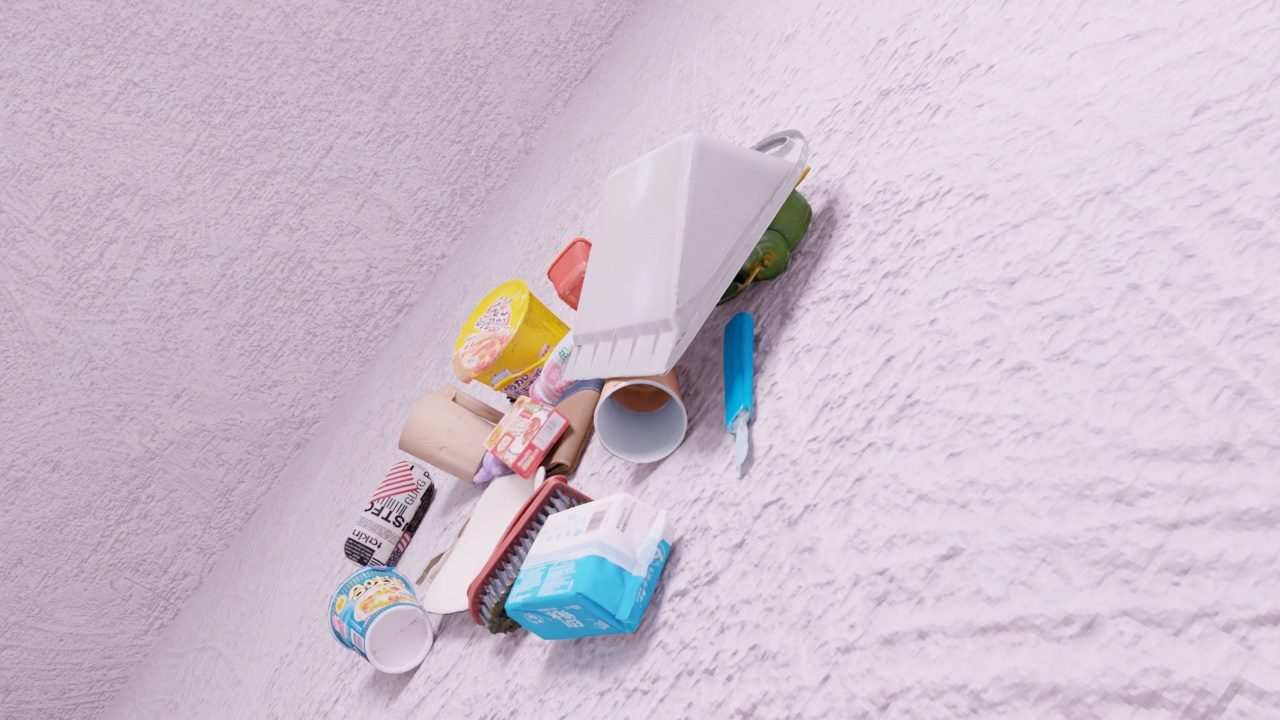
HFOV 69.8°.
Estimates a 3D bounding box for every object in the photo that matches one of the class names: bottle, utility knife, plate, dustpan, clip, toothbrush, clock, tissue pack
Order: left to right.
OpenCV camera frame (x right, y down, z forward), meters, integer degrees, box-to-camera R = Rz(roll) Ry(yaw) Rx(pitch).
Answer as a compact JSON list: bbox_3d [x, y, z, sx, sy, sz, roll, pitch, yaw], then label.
[{"bbox_3d":[-0.198,0.214,1.006,0.104,0.035,0.083,-51,15,-20],"label":"clip"},{"bbox_3d":[-0.148,0.189,0.930,0.164,0.034,0.164,-22,35,55],"label":"plate"},{"bbox_3d":[-0.099,-0.015,1.084,0.190,0.018,0.016,-33,-20,-29],"label":"toothbrush"},{"bbox_3d":[-0.059,-0.007,1.026,0.197,0.068,0.068,-40,23,40],"label":"bottle"},{"bbox_3d":[-0.037,0.159,0.688,0.140,0.063,0.089,-27,30,49],"label":"tissue pack"},{"bbox_3d":[0.050,-0.098,0.824,0.223,0.142,0.257,-5,75,64],"label":"dustpan"},{"bbox_3d":[0.079,0.021,0.735,0.034,0.018,0.190,-54,16,33],"label":"utility knife"},{"bbox_3d":[0.101,-0.115,0.864,0.116,0.056,0.160,-27,32,52],"label":"clock"}]

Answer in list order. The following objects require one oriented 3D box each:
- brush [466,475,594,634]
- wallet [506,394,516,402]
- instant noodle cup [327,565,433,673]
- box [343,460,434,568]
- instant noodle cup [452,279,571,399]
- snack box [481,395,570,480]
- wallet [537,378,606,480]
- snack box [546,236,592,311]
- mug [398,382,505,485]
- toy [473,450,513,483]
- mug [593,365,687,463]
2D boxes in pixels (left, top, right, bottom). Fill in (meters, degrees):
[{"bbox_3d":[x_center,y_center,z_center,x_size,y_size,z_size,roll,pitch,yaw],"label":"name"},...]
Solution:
[{"bbox_3d":[-0.100,0.171,0.804,0.146,0.063,0.069,-53,38,1],"label":"brush"},{"bbox_3d":[-0.136,0.014,1.230,0.122,0.020,0.096,-4,57,63],"label":"wallet"},{"bbox_3d":[-0.271,0.279,0.972,0.099,0.099,0.110,-57,27,-14],"label":"instant noodle cup"},{"bbox_3d":[-0.342,0.225,1.272,0.088,0.076,0.162,110,-177,-57],"label":"box"},{"bbox_3d":[-0.148,-0.014,1.137,0.138,0.109,0.137,-31,39,29],"label":"instant noodle cup"},{"bbox_3d":[-0.125,0.079,0.985,0.075,0.025,0.153,-53,18,-10],"label":"snack box"},{"bbox_3d":[-0.078,0.074,0.976,0.090,0.033,0.115,-32,29,51],"label":"wallet"},{"bbox_3d":[-0.064,-0.099,1.162,0.082,0.091,0.080,-47,27,17],"label":"snack box"},{"bbox_3d":[-0.230,0.088,1.163,0.084,0.103,0.124,-65,-4,35],"label":"mug"},{"bbox_3d":[-0.157,0.099,1.098,0.084,0.039,0.107,-24,35,52],"label":"toy"},{"bbox_3d":[0.000,0.028,0.822,0.078,0.078,0.122,-46,16,18],"label":"mug"}]
